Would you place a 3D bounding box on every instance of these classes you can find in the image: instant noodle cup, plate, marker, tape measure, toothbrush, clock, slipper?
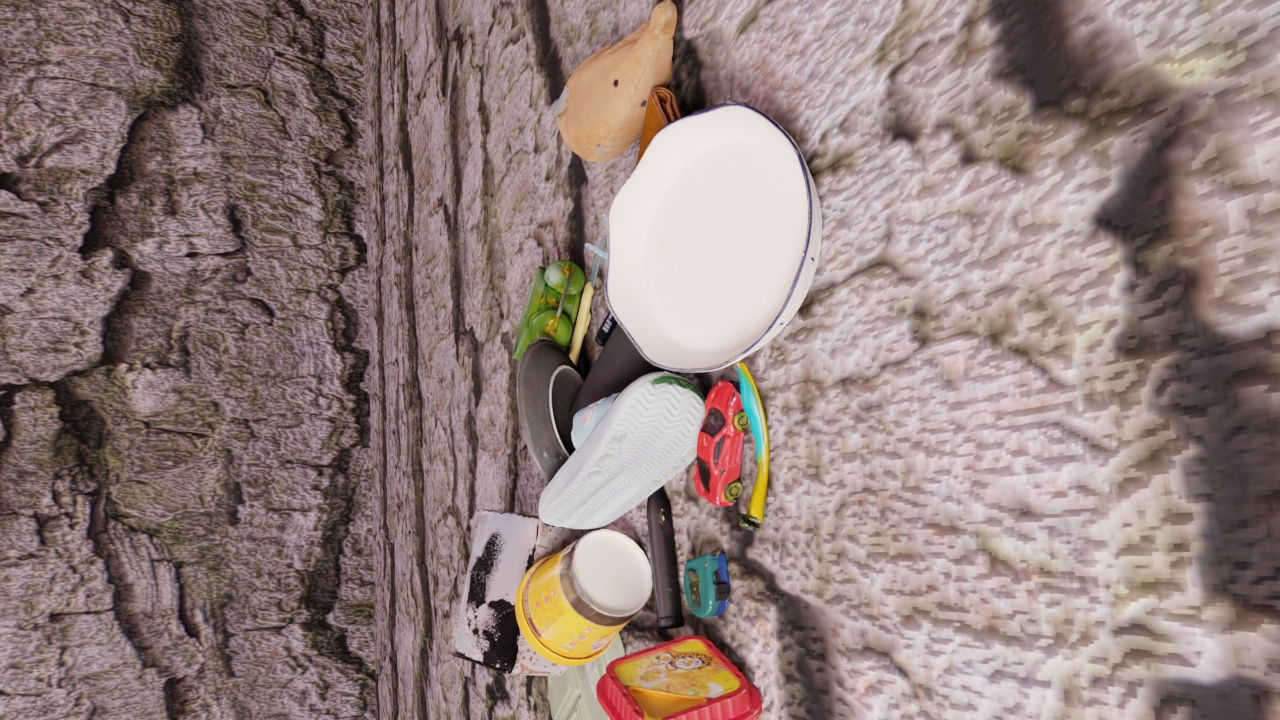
[{"bbox_3d":[-0.054,0.239,0.945,0.115,0.118,0.118,-50,45,45],"label":"instant noodle cup"},{"bbox_3d":[-0.079,0.061,0.992,0.179,0.024,0.179,-13,-90,-71],"label":"plate"},{"bbox_3d":[-0.019,-0.057,0.977,0.132,0.022,0.020,-58,46,51],"label":"marker"},{"bbox_3d":[0.056,0.196,0.800,0.058,0.025,0.054,136,130,-59],"label":"tape measure"},{"bbox_3d":[0.017,0.149,0.887,0.027,0.026,0.212,132,136,-58],"label":"toothbrush"},{"bbox_3d":[-0.065,0.383,1.065,0.230,0.027,0.230,179,90,-65],"label":"plate"},{"bbox_3d":[0.034,0.313,0.759,0.116,0.116,0.124,-152,53,-63],"label":"instant noodle cup"},{"bbox_3d":[-0.108,-0.056,1.093,0.161,0.056,0.116,134,149,-67],"label":"clock"},{"bbox_3d":[-0.022,0.083,0.859,0.246,0.104,0.074,-49,40,41],"label":"slipper"},{"bbox_3d":[0.056,-0.091,0.711,0.205,0.045,0.204,-9,77,43],"label":"plate"}]

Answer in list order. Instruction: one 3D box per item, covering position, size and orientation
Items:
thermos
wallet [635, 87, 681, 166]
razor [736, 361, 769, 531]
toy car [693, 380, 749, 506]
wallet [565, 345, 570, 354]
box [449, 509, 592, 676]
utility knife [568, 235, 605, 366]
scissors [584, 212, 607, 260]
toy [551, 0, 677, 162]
[{"bbox_3d":[-0.005,0.005,0.877,0.243,0.068,0.089,121,161,-49],"label":"thermos"},{"bbox_3d":[0.021,-0.165,0.856,0.131,0.035,0.119,104,151,-51],"label":"wallet"},{"bbox_3d":[0.088,0.067,0.727,0.043,0.028,0.132,3,-95,-83],"label":"razor"},{"bbox_3d":[0.067,0.069,0.773,0.049,0.031,0.106,-150,65,-62],"label":"toy car"},{"bbox_3d":[-0.091,0.058,1.140,0.097,0.020,0.122,117,147,-45],"label":"wallet"},{"bbox_3d":[-0.156,0.277,1.116,0.272,0.132,0.179,149,132,-71],"label":"box"},{"bbox_3d":[-0.070,-0.047,1.078,0.031,0.021,0.208,-141,57,-62],"label":"utility knife"},{"bbox_3d":[-0.008,-0.082,0.905,0.133,0.017,0.132,33,145,32],"label":"scissors"},{"bbox_3d":[-0.017,-0.268,0.895,0.226,0.082,0.143,-1,75,66],"label":"toy"}]
